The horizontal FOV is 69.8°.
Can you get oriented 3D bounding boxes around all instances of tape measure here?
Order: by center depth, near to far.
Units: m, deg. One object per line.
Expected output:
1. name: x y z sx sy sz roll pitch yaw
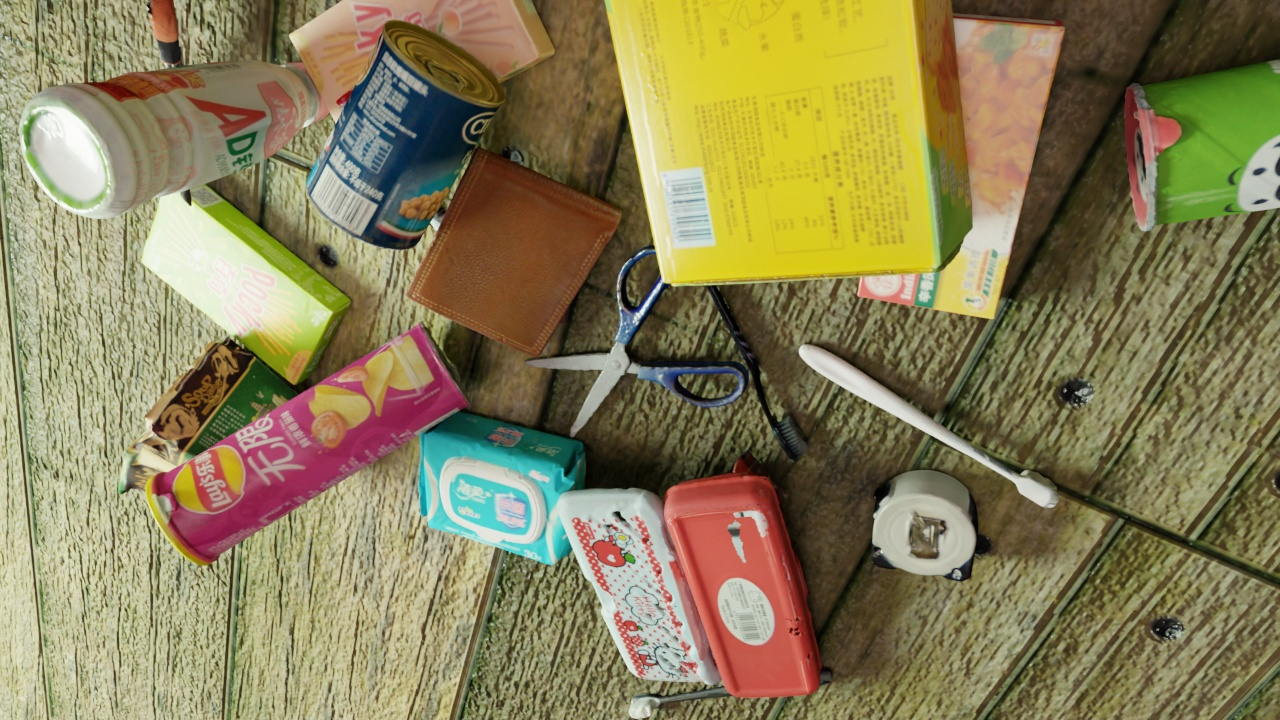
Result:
1. tape measure: 0.182 0.105 0.590 0.066 0.033 0.066 4 117 18

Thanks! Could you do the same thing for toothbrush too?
1. toothbrush: 0.178 0.038 0.571 0.180 0.016 0.016 31 120 7
2. toothbrush: 0.065 -0.015 0.588 0.017 0.014 0.189 -22 105 21
3. toothbrush: 0.067 0.263 0.725 0.181 0.018 0.015 -20 103 27

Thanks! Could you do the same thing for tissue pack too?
1. tissue pack: -0.105 0.093 0.686 0.133 0.050 0.093 13 120 15

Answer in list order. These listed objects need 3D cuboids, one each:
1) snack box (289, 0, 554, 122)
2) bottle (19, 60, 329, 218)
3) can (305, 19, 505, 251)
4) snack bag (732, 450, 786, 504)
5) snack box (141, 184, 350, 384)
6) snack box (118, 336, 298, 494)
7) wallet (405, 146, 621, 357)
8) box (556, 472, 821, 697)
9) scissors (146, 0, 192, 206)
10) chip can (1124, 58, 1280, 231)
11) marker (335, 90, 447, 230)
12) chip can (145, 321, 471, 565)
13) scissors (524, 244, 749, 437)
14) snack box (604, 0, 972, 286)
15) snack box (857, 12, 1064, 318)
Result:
1. snack box: -0.137 -0.196 0.568 0.158 0.026 0.084 -18 108 27
2. bottle: -0.256 -0.141 0.541 0.068 0.196 0.068 8 117 16
3. can: -0.139 -0.127 0.534 0.075 0.075 0.111 38 115 0
4. snack bag: 0.047 0.102 0.644 0.104 0.026 0.048 -33 101 31
5. snack box: -0.302 -0.061 0.700 0.156 0.026 0.086 39 123 -1
6. snack box: -0.321 0.066 0.719 0.105 0.118 0.118 33 138 -11
7. wallet: -0.083 -0.068 0.595 0.101 0.032 0.125 25 123 -15
8. box: 0.037 0.166 0.651 0.158 0.039 0.201 -9 122 16
9. scissors: -0.305 -0.214 0.590 0.226 0.015 0.189 138 122 -61
10. chip can: 0.345 -0.110 0.397 0.236 0.072 0.072 -7 112 24
11. marker: -0.145 -0.111 0.598 0.017 0.017 0.145 -20 121 28
12. chip can: -0.225 0.055 0.637 0.210 0.071 0.071 -32 104 -8
13. scissors: -0.005 -0.005 0.615 0.162 0.012 0.175 21 121 18
14. snack box: 0.073 -0.148 0.464 0.158 0.069 0.210 0 112 33
15. snack box: 0.169 -0.103 0.495 0.077 0.026 0.156 12 119 17
